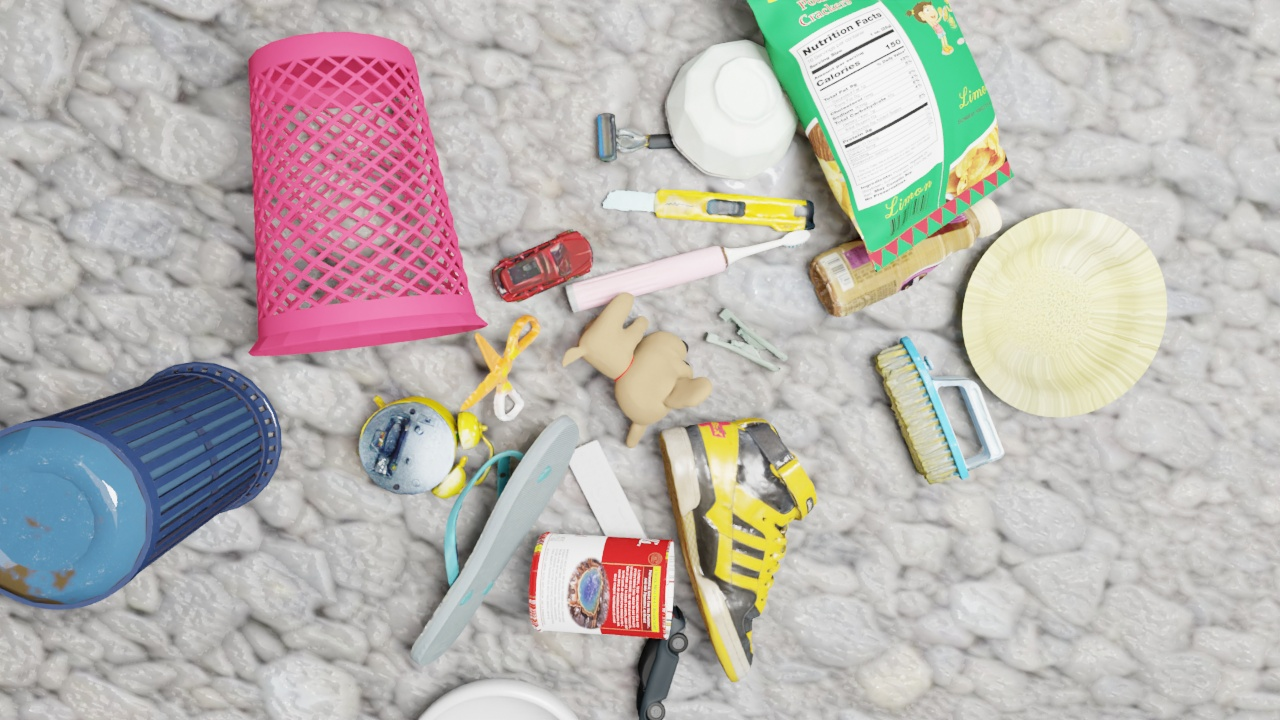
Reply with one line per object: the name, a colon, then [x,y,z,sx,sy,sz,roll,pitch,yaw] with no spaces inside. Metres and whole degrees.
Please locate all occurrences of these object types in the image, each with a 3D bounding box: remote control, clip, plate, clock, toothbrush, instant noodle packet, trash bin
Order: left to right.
trash bin: [-0.388,0.087,0.706,0.139,0.249,0.139,0,98,-3]
clock: [-0.189,0.077,0.811,0.118,0.057,0.083,19,96,-5]
remote control: [-0.026,0.136,0.848,0.033,0.012,0.131,-25,98,9]
toothbrush: [0.043,-0.082,0.815,0.222,0.026,0.027,-15,79,-1]
clip: [0.092,-0.009,0.830,0.050,0.023,0.078,-44,96,5]
instant noodle packet: [0.201,-0.227,0.752,0.195,0.090,0.253,-33,100,-27]
plate: [0.375,-0.043,0.831,0.184,0.036,0.184,0,98,-3]

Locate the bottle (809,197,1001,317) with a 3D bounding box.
bottle: [0.234,-0.096,0.805,0.166,0.059,0.059,-24,98,0]

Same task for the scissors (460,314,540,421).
scissors: [-0.119,0.013,0.789,0.011,0.125,0.128,15,128,20]

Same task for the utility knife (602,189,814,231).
utility knife: [0.062,-0.135,0.816,0.191,0.018,0.030,4,89,0]

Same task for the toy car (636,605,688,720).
toy car: [0.016,0.284,0.855,0.034,0.046,0.112,17,95,-6]

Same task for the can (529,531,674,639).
can: [-0.032,0.198,0.811,0.116,0.086,0.086,2,98,7]

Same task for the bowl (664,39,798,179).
bowl: [0.083,-0.216,0.769,0.117,0.061,0.117,0,86,-8]

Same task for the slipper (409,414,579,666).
slipper: [-0.136,0.151,0.817,0.055,0.098,0.269,34,104,17]

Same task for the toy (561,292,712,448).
toy: [-0.005,0.005,0.795,0.108,0.134,0.105,43,52,-6]

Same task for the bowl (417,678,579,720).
bowl: [-0.130,0.370,0.850,0.176,0.066,0.176,0,98,-3]

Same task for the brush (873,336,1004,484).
brush: [0.267,0.039,0.827,0.075,0.055,0.136,-24,98,5]

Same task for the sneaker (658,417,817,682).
sneaker: [0.099,0.162,0.822,0.122,0.086,0.238,-15,101,-3]

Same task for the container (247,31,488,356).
container: [-0.229,-0.127,0.732,0.183,0.183,0.225,-8,91,-2]

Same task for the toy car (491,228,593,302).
toy car: [-0.085,-0.083,0.806,0.091,0.036,0.042,-23,98,-5]

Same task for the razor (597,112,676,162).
razor: [0.034,-0.193,0.803,0.144,0.022,0.043,-2,87,-8]
